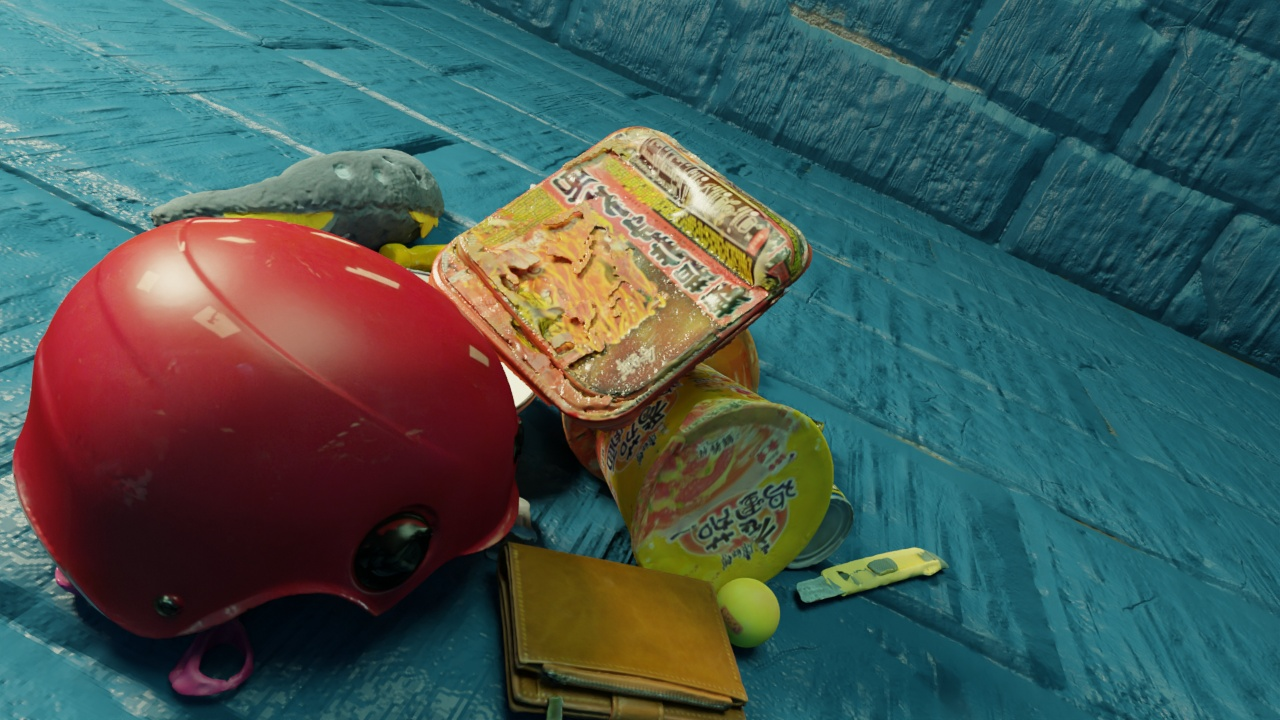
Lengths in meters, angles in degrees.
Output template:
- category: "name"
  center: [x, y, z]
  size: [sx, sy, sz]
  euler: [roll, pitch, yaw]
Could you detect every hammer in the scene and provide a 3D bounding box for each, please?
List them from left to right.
- category: "hammer"
  center: [-0.077, -0.091, 0.775]
  size: [0.301, 0.033, 0.128]
  euler: [2, 9, 35]

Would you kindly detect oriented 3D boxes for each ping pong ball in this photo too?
- category: "ping pong ball"
  center: [0.063, 0.151, 0.549]
  size: [0.040, 0.040, 0.040]
  euler: [20, 23, -9]

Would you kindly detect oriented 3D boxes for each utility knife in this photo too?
- category: "utility knife"
  center: [0.172, 0.159, 0.679]
  size: [0.189, 0.020, 0.031]
  euler: [-5, 30, -41]

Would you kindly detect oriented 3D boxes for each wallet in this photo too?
- category: "wallet"
  center: [-0.009, 0.150, 0.485]
  size: [0.130, 0.035, 0.119]
  euler: [17, 29, -20]

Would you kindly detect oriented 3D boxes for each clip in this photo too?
- category: "clip"
  center: [-0.077, 0.100, 0.556]
  size: [0.027, 0.043, 0.058]
  euler: [18, 20, -11]

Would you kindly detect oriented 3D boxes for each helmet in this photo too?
- category: "helmet"
  center: [-0.160, 0.009, 0.444]
  size: [0.239, 0.144, 0.207]
  euler: [-1, 32, -34]

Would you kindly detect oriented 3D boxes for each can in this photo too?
- category: "can"
  center: [0.103, 0.097, 0.672]
  size: [0.066, 0.067, 0.093]
  euler: [9, 27, -32]

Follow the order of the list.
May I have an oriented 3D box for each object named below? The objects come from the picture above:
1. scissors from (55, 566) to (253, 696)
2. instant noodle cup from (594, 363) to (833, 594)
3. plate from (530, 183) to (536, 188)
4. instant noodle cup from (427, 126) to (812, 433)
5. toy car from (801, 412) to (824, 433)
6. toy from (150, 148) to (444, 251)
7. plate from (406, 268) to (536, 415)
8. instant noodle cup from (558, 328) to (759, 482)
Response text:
- category: "scissors"
  center: [-0.194, 0.109, 0.428]
  size: [0.133, 0.017, 0.130]
  euler: [7, 26, -43]
- category: "instant noodle cup"
  center: [0.039, 0.068, 0.599]
  size: [0.138, 0.138, 0.110]
  euler: [11, 18, -28]
- category: "plate"
  center: [-0.032, -0.089, 0.898]
  size: [0.162, 0.034, 0.266]
  euler: [44, -4, -41]
- category: "instant noodle cup"
  center: [-0.012, -0.044, 0.557]
  size: [0.188, 0.079, 0.164]
  euler: [-38, 63, -21]
- category: "toy car"
  center: [0.136, 0.073, 0.801]
  size: [0.049, 0.031, 0.106]
  euler: [22, 22, -4]
- category: "toy"
  center: [-0.259, -0.146, 0.840]
  size: [0.138, 0.091, 0.355]
  euler: [2, 14, 21]
- category: "plate"
  center: [-0.163, -0.001, 0.637]
  size: [0.192, 0.039, 0.192]
  euler: [14, 32, -9]
- category: "instant noodle cup"
  center: [-0.004, 0.004, 0.683]
  size: [0.151, 0.151, 0.111]
  euler: [11, 18, -28]
